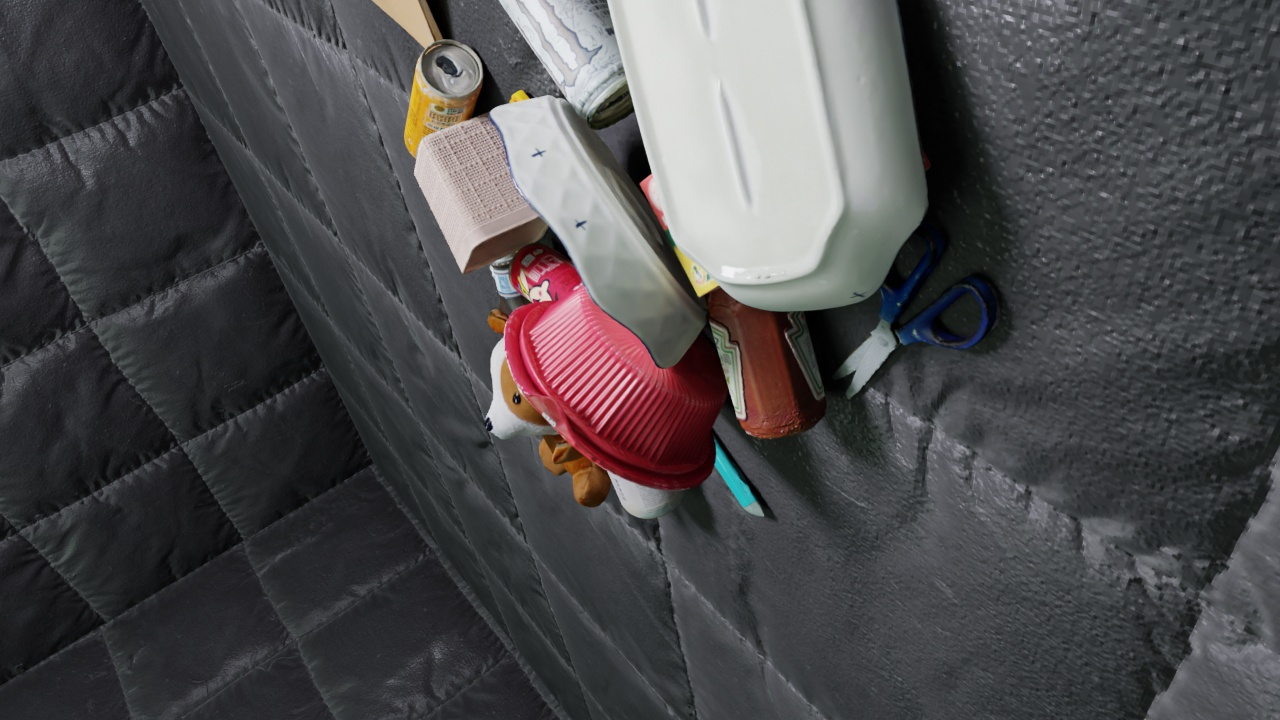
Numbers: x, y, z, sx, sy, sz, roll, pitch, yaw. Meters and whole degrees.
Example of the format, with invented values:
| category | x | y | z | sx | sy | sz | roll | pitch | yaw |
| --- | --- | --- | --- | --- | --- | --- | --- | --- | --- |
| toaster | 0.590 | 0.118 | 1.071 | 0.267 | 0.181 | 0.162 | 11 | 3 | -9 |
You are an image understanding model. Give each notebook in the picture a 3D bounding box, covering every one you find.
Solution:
| category | x | y | z | sx | sy | sz | roll | pitch | yaw |
| --- | --- | --- | --- | --- | --- | --- | --- | --- | --- |
| notebook | -0.252 | -0.374 | 0.836 | 0.211 | 0.012 | 0.150 | 45 | 165 | 29 |

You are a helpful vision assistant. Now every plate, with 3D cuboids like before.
| category | x | y | z | sx | sy | sz | roll | pitch | yaw |
| --- | --- | --- | --- | --- | --- | --- | --- | --- | --- |
| plate | 0.043 | -0.145 | 0.437 | 0.162 | 0.034 | 0.266 | 1 | 111 | 46 |
| plate | -0.020 | -0.091 | 0.608 | 0.205 | 0.046 | 0.204 | 54 | -169 | -16 |

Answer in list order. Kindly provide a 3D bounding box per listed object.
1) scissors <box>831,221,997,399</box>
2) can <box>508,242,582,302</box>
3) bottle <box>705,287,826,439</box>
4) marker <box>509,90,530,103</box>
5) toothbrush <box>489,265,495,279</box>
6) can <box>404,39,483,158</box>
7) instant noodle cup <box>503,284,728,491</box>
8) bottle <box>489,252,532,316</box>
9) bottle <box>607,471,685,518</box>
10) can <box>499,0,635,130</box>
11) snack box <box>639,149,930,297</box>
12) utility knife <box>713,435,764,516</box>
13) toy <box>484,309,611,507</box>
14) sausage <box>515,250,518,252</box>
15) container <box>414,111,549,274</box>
| category | x | y | z | sx | sy | sz | roll | pitch | yaw |
| --- | --- | --- | --- | --- | --- | --- | --- | --- | --- |
| scissors | 0.137 | -0.024 | 0.525 | 0.125 | 0.012 | 0.174 | 61 | 159 | -12 |
| can | -0.065 | -0.061 | 0.838 | 0.133 | 0.053 | 0.053 | 36 | 149 | 43 |
| bottle | 0.066 | -0.051 | 0.575 | 0.060 | 0.059 | 0.206 | 13 | 125 | 60 |
| marker | -0.066 | -0.174 | 0.744 | 0.124 | 0.015 | 0.018 | 50 | 161 | 15 |
| toothbrush | -0.170 | -0.126 | 0.965 | 0.016 | 0.016 | 0.180 | 57 | 175 | 20 |
| can | -0.185 | -0.236 | 0.853 | 0.058 | 0.058 | 0.146 | 58 | 158 | 0 |
| instant noodle cup | -0.004 | 0.004 | 0.683 | 0.194 | 0.193 | 0.066 | 50 | 119 | 18 |
| bottle | -0.124 | -0.050 | 0.990 | 0.080 | 0.044 | 0.195 | 32 | 146 | 46 |
| bottle | -0.014 | 0.062 | 0.871 | 0.068 | 0.067 | 0.190 | 21 | 138 | 56 |
| can | -0.051 | -0.224 | 0.591 | 0.146 | 0.058 | 0.058 | 56 | 158 | 5 |
| snack box | 0.069 | -0.097 | 0.486 | 0.156 | 0.026 | 0.077 | -28 | 89 | 50 |
| utility knife | 0.063 | 0.073 | 0.804 | 0.151 | 0.012 | 0.029 | 57 | 155 | 9 |
| toy | -0.092 | 0.047 | 0.922 | 0.140 | 0.130 | 0.200 | 32 | 151 | 53 |
| sausage | -0.105 | -0.096 | 0.916 | 0.165 | 0.021 | 0.021 | 58 | 158 | -1 |
| container | -0.146 | -0.156 | 0.844 | 0.111 | 0.089 | 0.090 | 61 | 158 | 2 |
